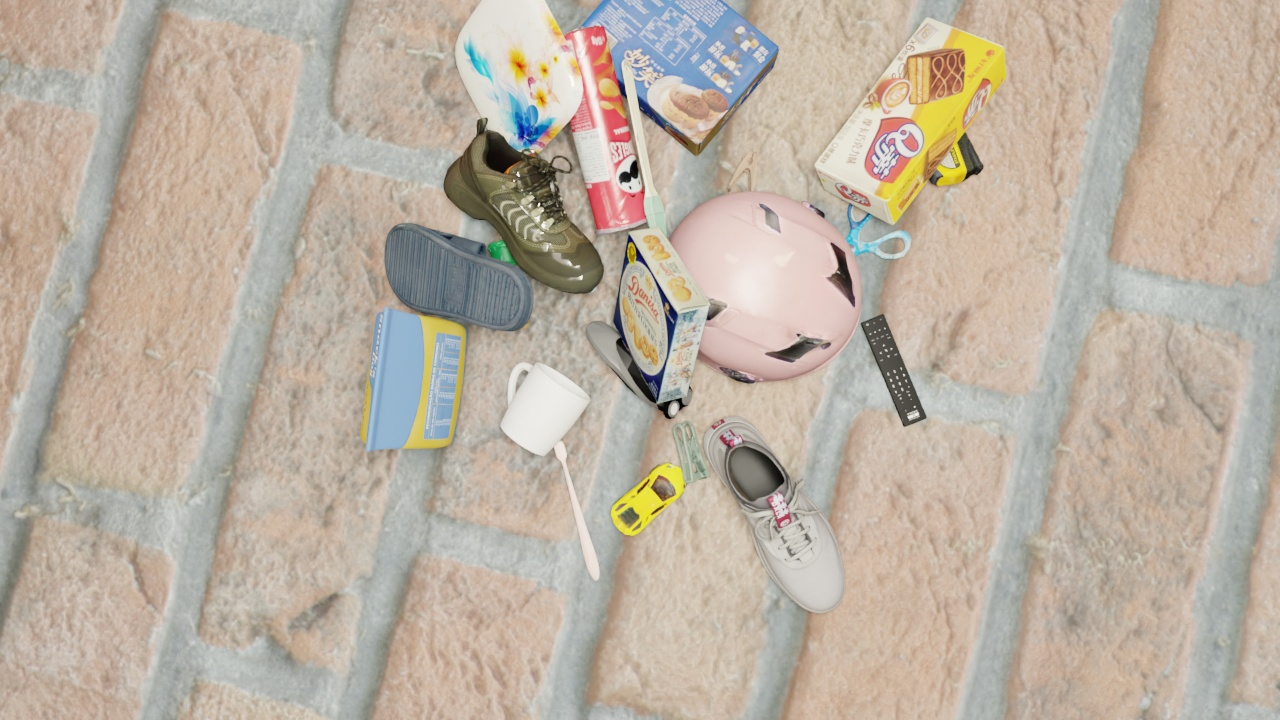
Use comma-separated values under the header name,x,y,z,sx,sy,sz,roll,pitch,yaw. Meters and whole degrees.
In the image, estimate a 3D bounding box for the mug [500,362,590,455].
name,x,y,z,sx,sy,sz,roll,pitch,yaw
mug,-0.129,0.052,1.125,0.114,0.081,0.088,38,96,33

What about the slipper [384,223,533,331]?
name,x,y,z,sx,sy,sz,roll,pitch,yaw
slipper,-0.208,-0.096,1.103,0.264,0.082,0.101,22,106,36

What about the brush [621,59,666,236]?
name,x,y,z,sx,sy,sz,roll,pitch,yaw
brush,0.003,-0.248,1.093,0.012,0.033,0.217,-8,98,26

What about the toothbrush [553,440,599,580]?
name,x,y,z,sx,sy,sz,roll,pitch,yaw
toothbrush,-0.078,0.187,1.143,0.016,0.018,0.181,-15,90,2

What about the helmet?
name,x,y,z,sx,sy,sz,roll,pitch,yaw
helmet,0.148,-0.090,1.080,0.255,0.152,0.230,31,88,0

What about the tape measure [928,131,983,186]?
name,x,y,z,sx,sy,sz,roll,pitch,yaw
tape measure,0.378,-0.248,1.131,0.064,0.037,0.065,-22,74,-1

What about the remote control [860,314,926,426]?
name,x,y,z,sx,sy,sz,roll,pitch,yaw
remote control,0.314,0.012,1.139,0.030,0.009,0.140,-22,88,1

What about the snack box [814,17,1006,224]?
name,x,y,z,sx,sy,sz,roll,pitch,yaw
snack box,0.325,-0.287,1.103,0.110,0.061,0.230,37,89,30

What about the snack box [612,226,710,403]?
name,x,y,z,sx,sy,sz,roll,pitch,yaw
snack box,0.020,-0.053,1.047,0.042,0.145,0.144,-11,47,-21

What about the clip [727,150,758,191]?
name,x,y,z,sx,sy,sz,roll,pitch,yaw
clip,0.137,-0.230,1.145,0.039,0.024,0.060,33,86,3

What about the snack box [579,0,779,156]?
name,x,y,z,sx,sy,sz,roll,pitch,yaw
snack box,0.042,-0.379,1.130,0.203,0.069,0.155,40,89,3

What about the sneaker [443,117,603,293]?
name,x,y,z,sx,sy,sz,roll,pitch,yaw
sneaker,-0.118,-0.198,1.088,0.238,0.100,0.143,41,132,7

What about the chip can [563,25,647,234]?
name,x,y,z,sx,sy,sz,roll,pitch,yaw
chip can,-0.048,-0.273,1.093,0.073,0.073,0.233,-14,106,1

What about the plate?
name,x,y,z,sx,sy,sz,roll,pitch,yaw
plate,-0.153,-0.345,1.094,0.016,0.187,0.187,-26,87,-41

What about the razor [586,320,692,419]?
name,x,y,z,sx,sy,sz,roll,pitch,yaw
razor,-0.007,0.006,1.128,0.156,0.060,0.057,35,46,18

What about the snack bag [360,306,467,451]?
name,x,y,z,sx,sy,sz,roll,pitch,yaw
snack bag,-0.273,0.023,1.058,0.102,0.205,0.159,7,88,2

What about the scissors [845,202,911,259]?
name,x,y,z,sx,sy,sz,roll,pitch,yaw
scissors,0.261,-0.154,1.146,0.140,0.013,0.114,-21,88,3

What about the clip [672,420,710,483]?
name,x,y,z,sx,sy,sz,roll,pitch,yaw
clip,0.067,0.112,1.137,0.049,0.023,0.078,3,75,-38

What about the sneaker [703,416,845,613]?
name,x,y,z,sx,sy,sz,roll,pitch,yaw
sneaker,0.166,0.185,1.079,0.097,0.128,0.263,-31,89,1

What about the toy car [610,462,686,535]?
name,x,y,z,sx,sy,sz,roll,pitch,yaw
toy car,0.011,0.170,1.133,0.107,0.030,0.049,-43,86,-1

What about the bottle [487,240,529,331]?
name,x,y,z,sx,sy,sz,roll,pitch,yaw
bottle,-0.164,-0.093,1.141,0.043,0.043,0.111,-7,89,1
